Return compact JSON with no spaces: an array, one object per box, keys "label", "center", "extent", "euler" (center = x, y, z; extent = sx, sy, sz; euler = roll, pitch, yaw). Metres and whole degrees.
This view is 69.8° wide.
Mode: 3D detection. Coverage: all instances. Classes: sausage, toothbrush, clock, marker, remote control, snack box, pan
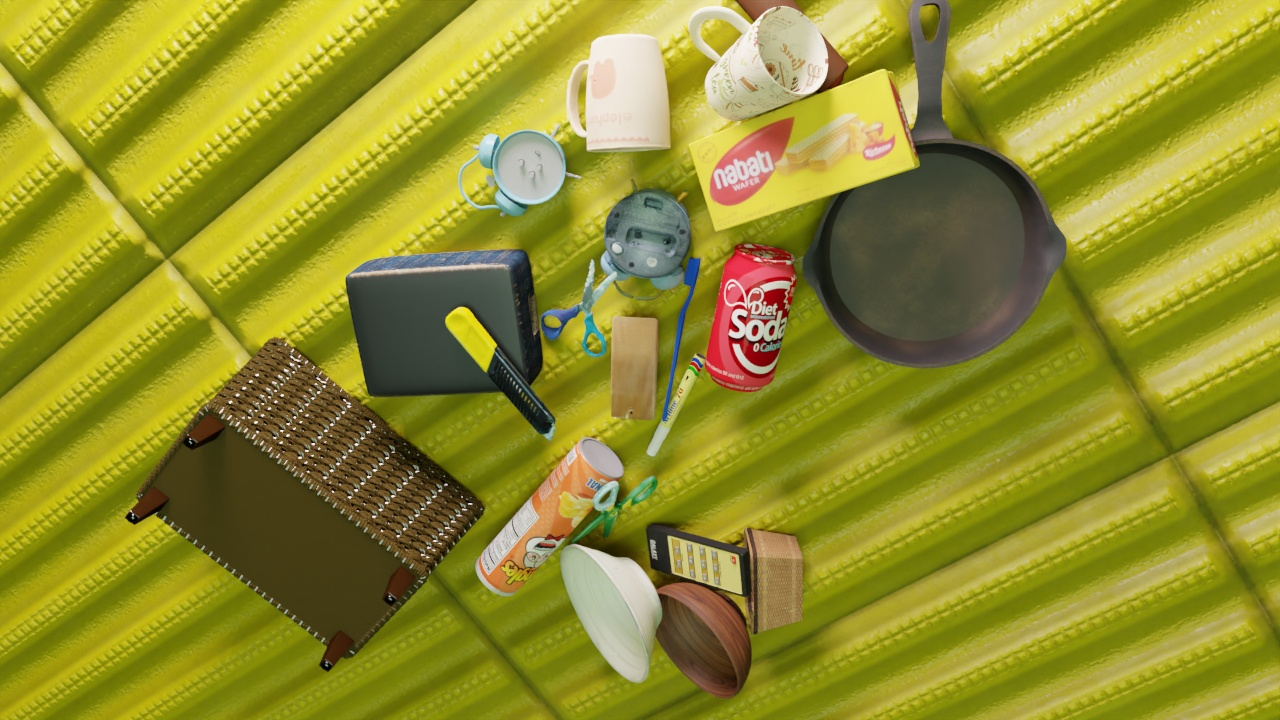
[{"label":"sausage","center":[0.136,-0.317,0.864],"extent":[0.040,0.040,0.155],"euler":[-41,100,19]},{"label":"toothbrush","center":[0.040,-0.021,0.993],"extent":[0.011,0.016,0.187],"euler":[15,108,10]},{"label":"clock","center":[-0.130,-0.193,0.942],"extent":[0.123,0.042,0.087],"euler":[-17,107,11]},{"label":"marker","center":[0.039,0.051,1.025],"extent":[0.014,0.014,0.132],"euler":[25,111,-2]},{"label":"remote control","center":[0.065,0.228,1.053],"extent":[0.134,0.013,0.058],"euler":[7,114,37]},{"label":"snack box","center":[0.152,-0.196,0.873],"extent":[0.201,0.042,0.092],"euler":[-15,97,26]},{"label":"pan","center":[0.281,-0.168,0.897],"extent":[0.249,0.043,0.356],"euler":[-3,108,9]},{"label":"clock","center":[0.007,-0.120,0.946],"extent":[0.089,0.051,0.125],"euler":[12,112,1]}]

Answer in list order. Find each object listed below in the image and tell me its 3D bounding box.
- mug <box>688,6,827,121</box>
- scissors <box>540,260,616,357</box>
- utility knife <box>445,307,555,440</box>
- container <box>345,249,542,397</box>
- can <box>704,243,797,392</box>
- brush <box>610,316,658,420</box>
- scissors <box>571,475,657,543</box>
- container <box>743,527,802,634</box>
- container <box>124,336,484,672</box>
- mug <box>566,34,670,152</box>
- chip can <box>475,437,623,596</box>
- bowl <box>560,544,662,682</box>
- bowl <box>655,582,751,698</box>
[{"label":"mug","center":[0.094,-0.276,0.840],"extent":[0.122,0.097,0.081],"euler":[33,68,-22]},{"label":"scissors","center":[-0.069,-0.061,0.977],"extent":[0.086,0.015,0.135],"euler":[20,134,6]},{"label":"utility knife","center":[-0.141,0.016,0.955],"extent":[0.029,0.020,0.171],"euler":[-33,103,17]},{"label":"container","center":[-0.210,-0.039,0.993],"extent":[0.187,0.071,0.145],"euler":[-3,110,8]},{"label":"can","center":[0.114,-0.043,0.948],"extent":[0.074,0.074,0.143],"euler":[11,111,3]},{"label":"brush","center":[-0.006,0.006,1.001],"extent":[0.049,0.039,0.117],"euler":[3,111,7]},{"label":"scissors","center":[-0.037,0.171,1.048],"extent":[0.129,0.119,0.012],"euler":[-40,59,9]},{"label":"container","center":[0.153,0.254,1.063],"extent":[0.061,0.063,0.114],"euler":[-3,110,0]},{"label":"container","center":[-0.370,0.165,1.017],"extent":[0.321,0.204,0.177],"euler":[41,110,-8]},{"label":"mug","center":[-0.025,-0.257,0.891],"extent":[0.112,0.085,0.104],"euler":[7,103,36]},{"label":"chip can","center":[-0.108,0.183,1.067],"extent":[0.062,0.062,0.211],"euler":[38,110,-7]},{"label":"bowl","center":[-0.023,0.282,1.071],"extent":[0.057,0.177,0.177],"euler":[-25,110,-27]},{"label":"bowl","center":[0.082,0.313,1.076],"extent":[0.147,0.068,0.147],"euler":[35,142,32]}]
